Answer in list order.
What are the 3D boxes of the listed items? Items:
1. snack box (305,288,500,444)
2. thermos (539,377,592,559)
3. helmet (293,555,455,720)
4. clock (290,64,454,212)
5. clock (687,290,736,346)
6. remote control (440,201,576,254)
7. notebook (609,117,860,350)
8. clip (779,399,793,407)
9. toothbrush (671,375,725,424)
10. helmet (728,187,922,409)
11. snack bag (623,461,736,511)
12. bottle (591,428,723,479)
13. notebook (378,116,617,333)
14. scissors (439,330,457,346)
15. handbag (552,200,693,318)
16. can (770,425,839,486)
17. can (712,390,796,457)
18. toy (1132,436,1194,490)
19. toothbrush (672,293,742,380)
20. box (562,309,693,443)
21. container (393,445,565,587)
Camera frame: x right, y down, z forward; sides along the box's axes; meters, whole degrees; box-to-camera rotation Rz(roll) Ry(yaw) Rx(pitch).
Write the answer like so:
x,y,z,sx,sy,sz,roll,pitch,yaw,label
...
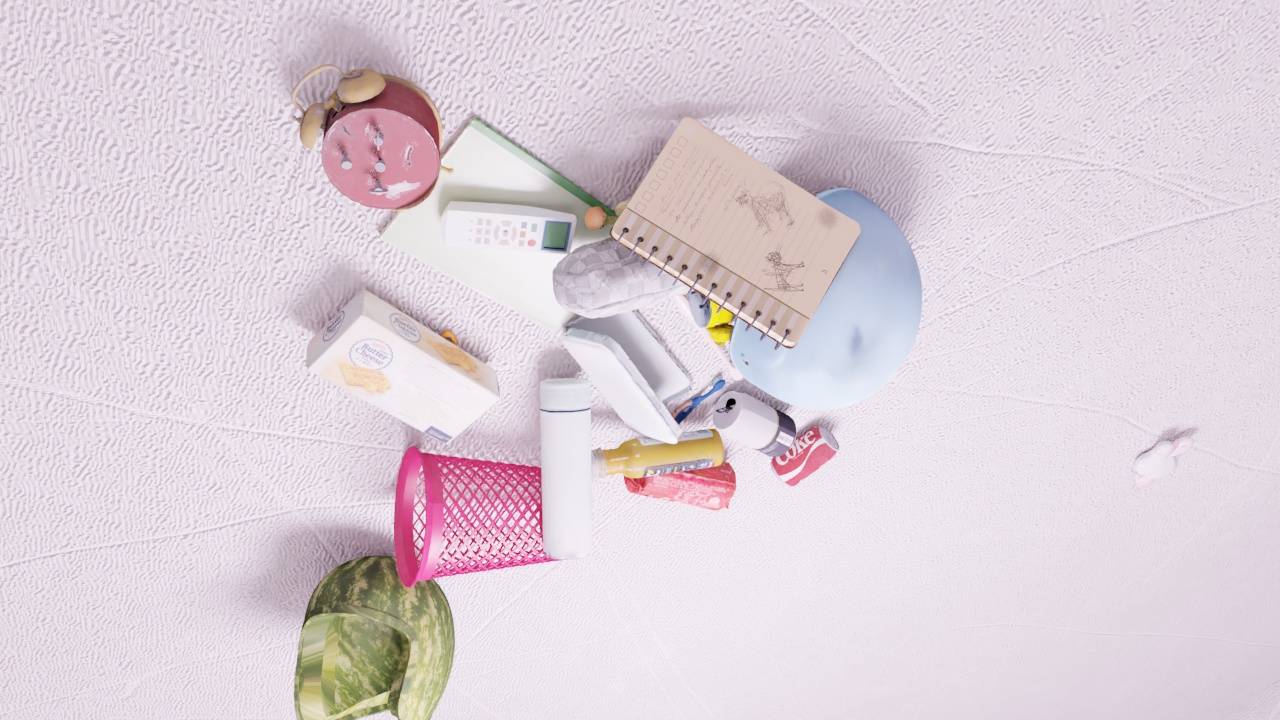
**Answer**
x,y,z,sx,sy,sz,roll,pitch,yaw,label
-0.280,0.011,1.101,0.104,0.057,0.207,-40,128,20,snack box
-0.096,0.138,1.188,0.068,0.068,0.230,-2,97,-11,thermos
-0.383,0.409,1.347,0.213,0.247,0.243,-6,176,14,helmet
-0.263,-0.216,0.888,0.117,0.081,0.159,-32,131,18,clock
0.090,-0.072,1.105,0.057,0.083,0.119,-7,132,-15,clock
-0.145,-0.147,1.004,0.143,0.024,0.050,2,136,-14,remote control
0.100,-0.131,0.951,0.225,0.167,0.024,32,166,-1,notebook
0.206,0.032,1.266,0.054,0.038,0.102,-10,135,-21,clip
0.070,0.064,1.276,0.021,0.017,0.135,29,123,-29,toothbrush
0.234,-0.060,1.069,0.225,0.167,0.266,-12,122,-37,helmet
0.059,0.170,1.326,0.176,0.082,0.083,14,128,-25,snack bag
0.019,0.130,1.249,0.186,0.053,0.053,-6,134,-16,bottle
-0.137,-0.141,1.038,0.252,0.010,0.182,29,121,-34,notebook
-0.284,-0.002,1.135,0.125,0.011,0.129,-41,127,23,scissors
-0.014,-0.115,1.002,0.171,0.112,0.123,-19,109,-18,handbag
0.244,0.142,1.360,0.054,0.054,0.097,31,120,-34,can
0.156,0.087,1.280,0.127,0.064,0.064,26,122,-32,can
0.866,0.171,1.537,0.076,0.037,0.126,-3,136,-15,toy
0.087,-0.033,1.188,0.016,0.018,0.181,-30,130,14,toothbrush
-0.007,0.001,1.188,0.108,0.109,0.216,11,147,40,box
-0.204,0.212,1.257,0.225,0.183,0.184,4,132,-26,container
